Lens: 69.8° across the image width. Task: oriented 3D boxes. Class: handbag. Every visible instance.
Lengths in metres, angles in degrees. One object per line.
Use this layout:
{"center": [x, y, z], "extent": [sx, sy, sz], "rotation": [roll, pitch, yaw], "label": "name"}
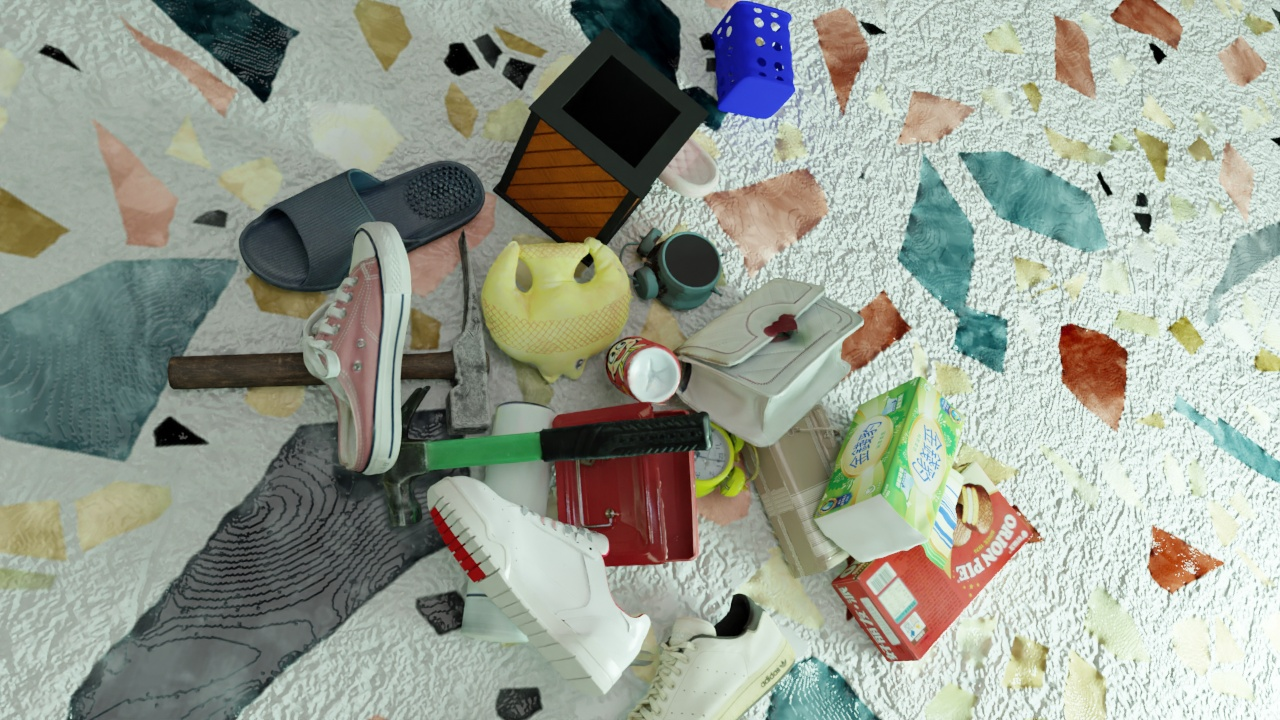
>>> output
{"center": [0.140, -0.011, 1.018], "extent": [0.142, 0.096, 0.198], "rotation": [31, 47, 26], "label": "handbag"}
{"center": [0.228, 0.133, 1.066], "extent": [0.197, 0.062, 0.175], "rotation": [-16, 79, -34], "label": "handbag"}

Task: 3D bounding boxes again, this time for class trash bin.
{"center": [-0.048, -0.227, 1.005], "extent": [0.139, 0.172, 0.139], "rotation": [38, 63, -5], "label": "trash bin"}

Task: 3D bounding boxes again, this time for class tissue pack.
{"center": [0.299, 0.139, 1.012], "extent": [0.141, 0.121, 0.197], "rotation": [42, 56, -11], "label": "tissue pack"}

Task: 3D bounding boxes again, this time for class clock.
{"center": [0.072, 0.106, 1.002], "extent": [0.119, 0.057, 0.083], "rotation": [7, 68, -13], "label": "clock"}
{"center": [0.037, -0.110, 1.065], "extent": [0.124, 0.053, 0.090], "rotation": [10, 69, -15], "label": "clock"}

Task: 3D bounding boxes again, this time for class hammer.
{"center": [-0.304, -0.029, 0.915], "extent": [0.300, 0.037, 0.217], "rotation": [-2, 73, -21], "label": "hammer"}
{"center": [-0.092, 0.078, 0.852], "extent": [0.319, 0.032, 0.130], "rotation": [-6, 91, 13], "label": "hammer"}

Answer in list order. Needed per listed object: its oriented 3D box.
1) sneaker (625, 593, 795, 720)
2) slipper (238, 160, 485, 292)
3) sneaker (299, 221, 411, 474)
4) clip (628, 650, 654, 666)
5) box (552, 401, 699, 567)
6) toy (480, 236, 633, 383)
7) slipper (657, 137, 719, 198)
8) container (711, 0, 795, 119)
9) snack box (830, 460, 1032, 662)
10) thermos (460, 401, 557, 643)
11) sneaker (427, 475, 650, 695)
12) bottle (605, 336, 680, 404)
{"center": [0.046, 0.312, 0.902], "extent": [0.240, 0.089, 0.102], "rotation": [-26, 92, -31], "label": "sneaker"}
{"center": [-0.274, -0.150, 0.943], "extent": [0.263, 0.083, 0.101], "rotation": [-26, 85, -27], "label": "slipper"}
{"center": [-0.269, -0.016, 0.846], "extent": [0.087, 0.119, 0.240], "rotation": [8, 75, -36], "label": "sneaker"}
{"center": [-0.029, 0.296, 0.902], "extent": [0.054, 0.101, 0.043], "rotation": [-9, 66, 21], "label": "clip"}
{"center": [-0.011, 0.127, 0.922], "extent": [0.127, 0.137, 0.157], "rotation": [13, 73, -63], "label": "box"}
{"center": [-0.085, -0.053, 0.981], "extent": [0.170, 0.065, 0.155], "rotation": [-8, 99, -25], "label": "toy"}
{"center": [0.012, -0.287, 1.108], "extent": [0.221, 0.056, 0.106], "rotation": [48, 51, -3], "label": "slipper"}
{"center": [0.146, -0.385, 1.185], "extent": [0.085, 0.085, 0.113], "rotation": [6, 71, -21], "label": "container"}
{"center": [0.340, 0.229, 1.063], "extent": [0.235, 0.060, 0.113], "rotation": [-35, 86, -27], "label": "snack box"}
{"center": [-0.127, 0.158, 0.903], "extent": [0.068, 0.068, 0.229], "rotation": [12, 69, -17], "label": "thermos"}
{"center": [-0.083, 0.180, 0.826], "extent": [0.236, 0.091, 0.104], "rotation": [48, 60, 0], "label": "sneaker"}
{"center": [-0.006, 0.006, 0.963], "extent": [0.062, 0.137, 0.062], "rotation": [-2, 98, -17], "label": "bottle"}
